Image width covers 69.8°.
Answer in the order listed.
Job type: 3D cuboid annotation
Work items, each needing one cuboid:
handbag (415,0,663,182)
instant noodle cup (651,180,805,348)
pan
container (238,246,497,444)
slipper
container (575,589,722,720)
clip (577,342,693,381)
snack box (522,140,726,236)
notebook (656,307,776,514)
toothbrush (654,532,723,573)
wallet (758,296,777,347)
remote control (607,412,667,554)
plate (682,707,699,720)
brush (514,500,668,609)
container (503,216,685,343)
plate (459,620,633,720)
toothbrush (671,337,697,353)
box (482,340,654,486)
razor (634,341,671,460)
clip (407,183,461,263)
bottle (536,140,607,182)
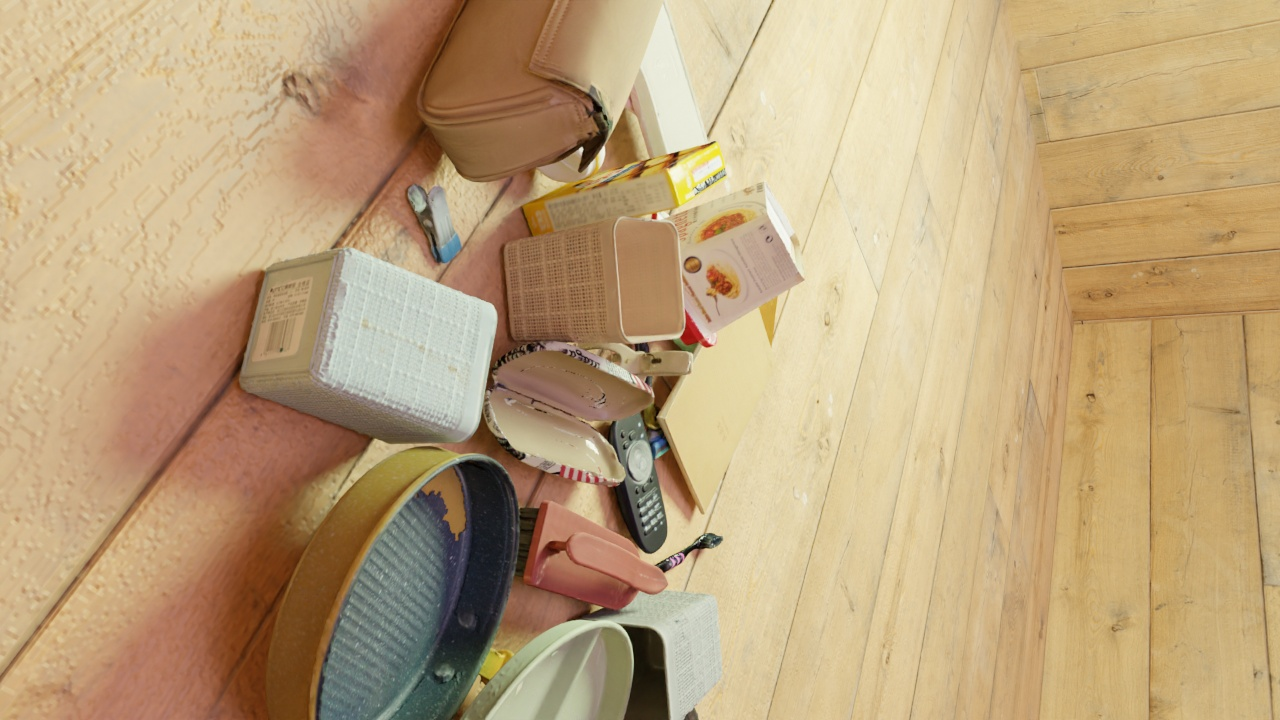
[{"bbox_3d":[-0.062,-0.213,0.640,0.100,0.148,0.204,55,46,-50],"label":"handbag"},{"bbox_3d":[0.076,-0.093,0.833,0.116,0.124,0.116,54,23,-28],"label":"instant noodle cup"},{"bbox_3d":[-0.107,0.191,0.599,0.358,0.078,0.197,72,38,-57],"label":"pan"},{"bbox_3d":[-0.158,-0.008,0.534,0.111,0.090,0.089,28,64,-49],"label":"container"},{"bbox_3d":[-0.009,-0.269,0.809,0.113,0.055,0.274,-52,125,-47],"label":"slipper"},{"bbox_3d":[0.011,0.247,0.773,0.114,0.090,0.090,-9,95,-59],"label":"container"},{"bbox_3d":[-0.004,0.005,0.778,0.098,0.099,0.035,72,20,-77],"label":"clip"},{"bbox_3d":[-0.012,-0.132,0.715,0.086,0.141,0.034,-40,115,-50],"label":"snack box"},{"bbox_3d":[0.084,0.028,0.928,0.210,0.012,0.149,-59,142,-34],"label":"notebook"},{"bbox_3d":[0.027,0.193,0.867,0.188,0.018,0.014,-13,100,-55],"label":"toothbrush"},{"bbox_3d":[0.123,-0.069,1.013,0.119,0.035,0.130,32,63,-53],"label":"wallet"},{"bbox_3d":[-0.006,0.107,0.815,0.053,0.024,0.136,-31,113,-52],"label":"remote control"},{"bbox_3d":[0.005,0.379,0.801,0.179,0.024,0.179,-11,103,-57],"label":"plate"},{"bbox_3d":[-0.036,0.160,0.723,0.145,0.069,0.063,37,58,-49],"label":"brush"},{"bbox_3d":[-0.037,-0.056,0.699,0.090,0.111,0.090,-9,95,-57],"label":"container"},{"bbox_3d":[-0.079,0.278,0.622,0.229,0.027,0.231,-38,140,-42],"label":"plate"},{"bbox_3d":[0.046,-0.023,0.902,0.026,0.027,0.224,-48,138,2],"label":"toothbrush"},{"bbox_3d":[-0.048,0.039,0.701,0.162,0.086,0.075,26,25,-50],"label":"box"},{"bbox_3d":[0.006,0.018,0.840,0.042,0.022,0.143,-31,116,-56],"label":"razor"},{"bbox_3d":[-0.142,-0.095,0.632,0.024,0.028,0.057,-55,140,-40],"label":"clip"},{"bbox_3d":[-0.052,-0.196,0.730,0.063,0.063,0.108,46,45,-45],"label":"bottle"}]
